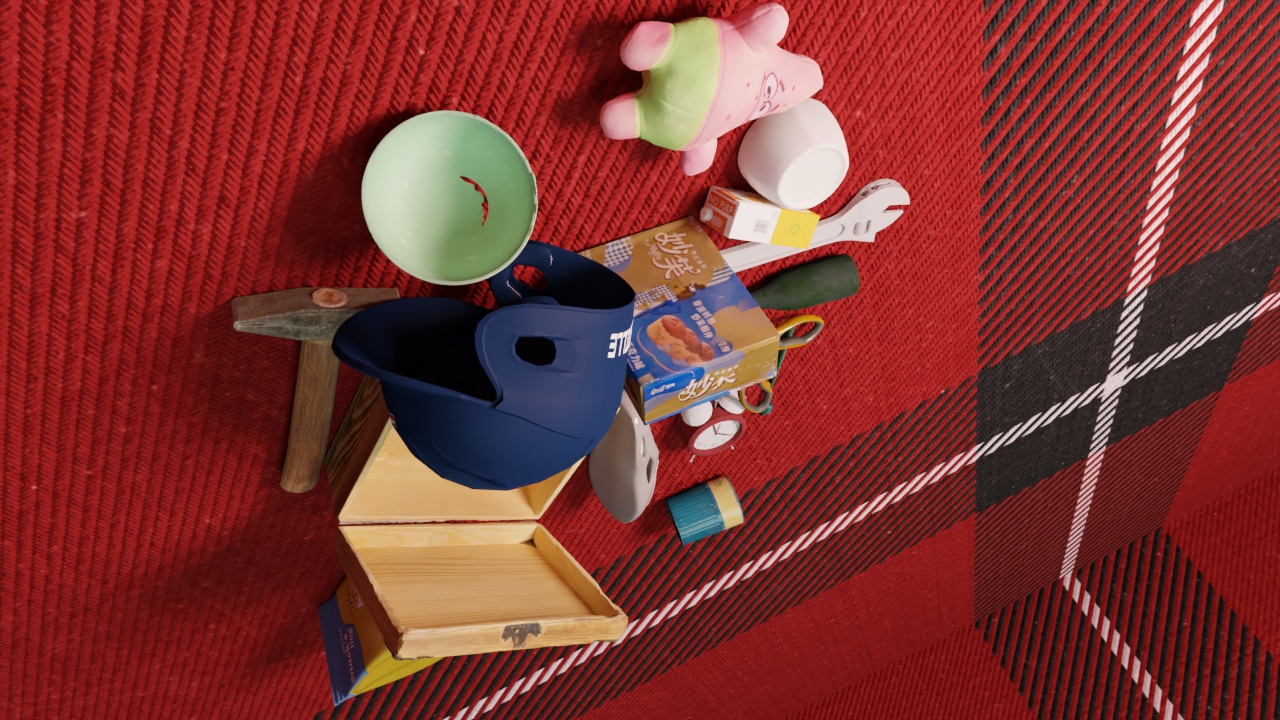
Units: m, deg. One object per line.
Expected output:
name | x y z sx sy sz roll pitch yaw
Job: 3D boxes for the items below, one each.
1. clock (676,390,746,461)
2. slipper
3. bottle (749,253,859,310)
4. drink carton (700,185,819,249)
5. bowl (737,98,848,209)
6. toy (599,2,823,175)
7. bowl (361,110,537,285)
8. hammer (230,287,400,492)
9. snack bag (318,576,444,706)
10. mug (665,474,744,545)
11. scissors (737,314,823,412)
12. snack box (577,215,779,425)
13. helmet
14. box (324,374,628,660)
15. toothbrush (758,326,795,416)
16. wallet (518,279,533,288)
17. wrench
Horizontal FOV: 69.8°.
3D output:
clock | 0.102 0.085 1.308 0.096 0.048 0.138 -15 143 -15
slipper | -0.009 0.121 1.250 0.080 0.113 0.266 -32 148 -27
bottle | 0.185 -0.087 1.151 0.174 0.055 0.055 -16 142 -8
drink carton | 0.130 -0.159 1.019 0.122 0.058 0.040 3 115 -33
bowl | 0.169 -0.213 0.979 0.116 0.065 0.116 -17 142 -14
toy | 0.081 -0.256 0.857 0.236 0.096 0.193 -12 149 -31
bowl | -0.169 -0.142 0.826 0.151 0.151 0.077 -22 -174 -6
hammer | -0.361 0.043 0.992 0.157 0.037 0.302 -2 136 -29
snack bag | -0.356 0.359 1.271 0.205 0.159 0.102 -33 144 10
mug | 0.102 0.243 1.480 0.107 0.083 0.114 -23 171 -5
scissors | 0.146 0.004 1.216 0.224 0.016 0.217 -14 133 -28
snack box | 0.031 -0.048 0.975 0.155 0.202 0.069 -20 142 -13
helmet | -0.150 0.010 0.863 0.272 0.232 0.223 13 111 -13
box | -0.177 0.185 1.044 0.278 0.323 0.285 6 134 -38
toothbrush | 0.195 0.016 1.308 0.017 0.016 0.190 -10 140 -17
wallet | -0.104 -0.023 1.009 0.018 0.115 0.092 -39 159 -46
wrench | 0.199 -0.155 1.108 0.273 0.018 0.087 -17 142 -11
